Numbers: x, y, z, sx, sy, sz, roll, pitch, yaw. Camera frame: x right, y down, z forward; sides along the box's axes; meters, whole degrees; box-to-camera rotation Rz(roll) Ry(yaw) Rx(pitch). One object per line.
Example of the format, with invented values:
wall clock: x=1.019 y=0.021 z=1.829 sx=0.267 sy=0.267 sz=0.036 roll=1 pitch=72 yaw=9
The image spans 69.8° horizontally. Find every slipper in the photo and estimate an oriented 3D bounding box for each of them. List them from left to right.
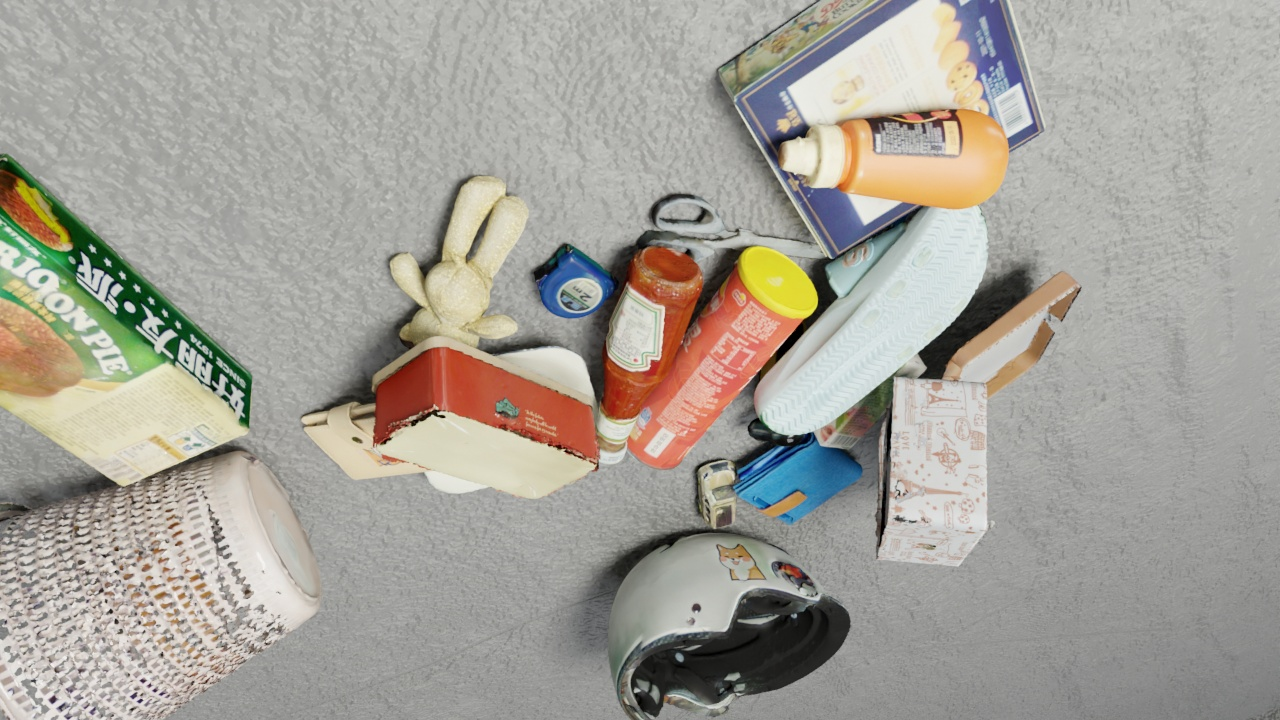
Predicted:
slipper: x=0.184 y=-0.038 z=0.757 sx=0.104 sy=0.074 sz=0.246 roll=29 pitch=111 yaw=-40

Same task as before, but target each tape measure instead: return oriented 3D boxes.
tape measure: x=-0.053 y=-0.060 z=0.711 sx=0.055 sy=0.025 sz=0.058 roll=-38 pitch=130 yaw=23

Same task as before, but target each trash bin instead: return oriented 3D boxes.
trash bin: x=-0.376 y=0.178 z=0.736 sx=0.192 sy=0.227 sz=0.228 roll=-25 pitch=139 yaw=-10

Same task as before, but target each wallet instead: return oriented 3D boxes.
wallet: x=-0.220 y=0.066 z=0.758 sx=0.115 sy=0.024 sz=0.087 roll=-9 pitch=132 yaw=31
wallet: x=0.165 y=0.123 z=0.956 sx=0.106 sy=0.040 sz=0.133 roll=-37 pitch=142 yaw=15

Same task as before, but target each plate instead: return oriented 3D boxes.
plate: x=-0.120 y=0.045 z=0.792 sx=0.163 sy=0.034 sz=0.164 roll=-14 pitch=137 yaw=-4

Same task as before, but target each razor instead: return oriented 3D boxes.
razor: x=0.129 y=0.011 z=0.821 sx=0.062 sy=0.067 sz=0.168 roll=-7 pitch=131 yaw=-4

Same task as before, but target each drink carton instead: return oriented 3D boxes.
drink carton: x=0.211 y=0.027 z=0.866 sx=0.045 sy=0.053 sz=0.123 roll=11 pitch=131 yaw=-31

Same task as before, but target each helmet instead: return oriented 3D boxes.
helmet: x=0.080 y=0.277 z=1.012 sx=0.273 sy=0.156 sz=0.231 roll=-1 pitch=134 yaw=-32

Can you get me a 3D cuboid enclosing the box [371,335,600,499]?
box: x=-0.115 y=0.056 z=0.699 sx=0.092 sy=0.079 sz=0.168 roll=-29 pitch=143 yaw=31

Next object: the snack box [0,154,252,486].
snack box: x=-0.386 y=-0.014 z=0.622 sx=0.114 sy=0.063 sz=0.240 roll=-24 pitch=137 yaw=6

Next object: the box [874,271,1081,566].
box: x=0.285 y=0.054 z=0.823 sx=0.273 sy=0.126 sz=0.179 roll=-57 pitch=160 yaw=-15

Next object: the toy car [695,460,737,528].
toy car: x=0.082 y=0.138 z=0.956 sx=0.042 sy=0.035 sz=0.091 roll=-14 pitch=135 yaw=-7

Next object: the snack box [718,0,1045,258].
snack box: x=0.173 y=-0.181 z=0.643 sx=0.183 sy=0.045 sz=0.178 roll=-30 pitch=136 yaw=14

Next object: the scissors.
scissors: x=0.085 y=-0.100 z=0.723 sx=0.175 sy=0.014 sz=0.136 roll=-19 pitch=139 yaw=1

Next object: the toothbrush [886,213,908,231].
toothbrush: x=0.198 y=-0.077 z=0.787 sx=0.014 sy=0.016 sz=0.190 roll=7 pitch=130 yaw=-12

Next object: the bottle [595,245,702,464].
bottle: x=-0.004 y=0.004 z=0.742 sx=0.059 sy=0.059 sz=0.207 roll=2 pitch=132 yaw=-20

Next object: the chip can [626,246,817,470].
chip can: x=0.059 y=0.005 z=0.773 sx=0.073 sy=0.073 sz=0.217 roll=12 pitch=133 yaw=-28

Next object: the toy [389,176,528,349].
toy: x=-0.127 y=-0.060 z=0.668 sx=0.105 sy=0.066 sz=0.158 roll=29 pitch=123 yaw=0

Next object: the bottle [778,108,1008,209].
bottle: x=0.165 y=-0.135 z=0.612 sx=0.149 sy=0.066 sz=0.067 roll=0 pitch=135 yaw=-9
